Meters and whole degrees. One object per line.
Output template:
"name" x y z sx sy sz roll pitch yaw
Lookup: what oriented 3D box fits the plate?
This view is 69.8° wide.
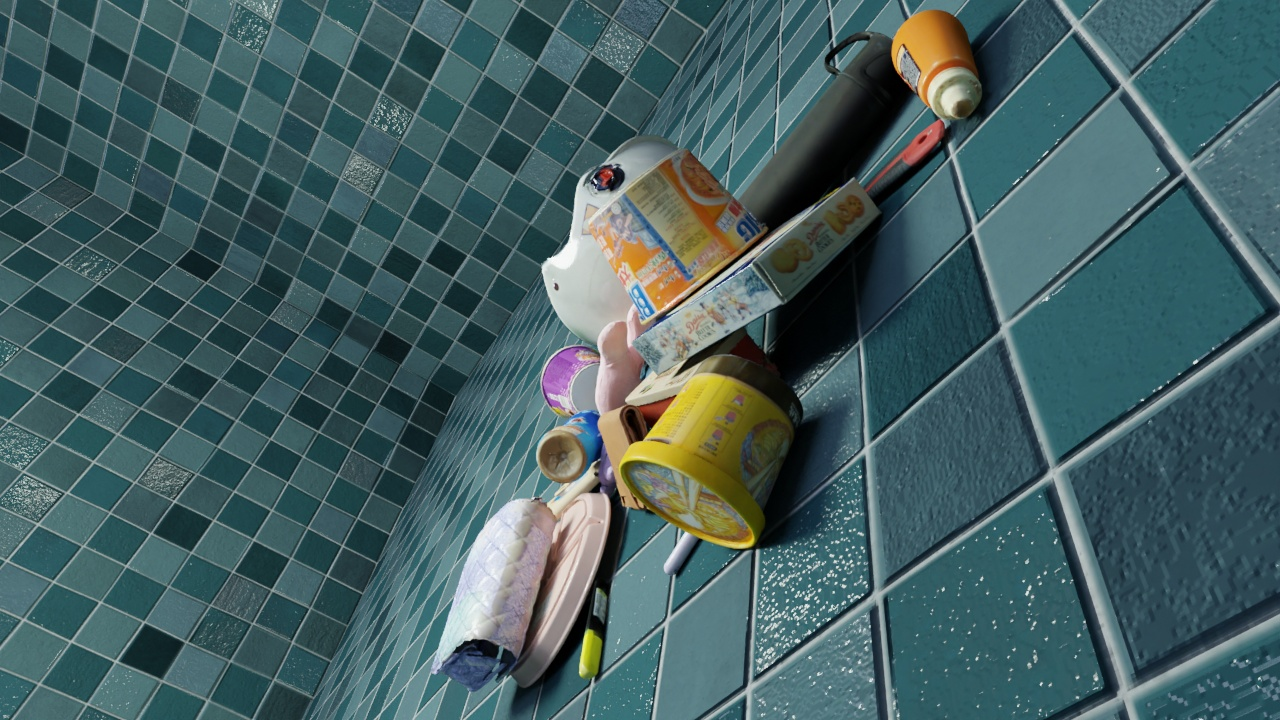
"plate" -0.097 0.250 1.030 0.230 0.028 0.229 -58 13 21

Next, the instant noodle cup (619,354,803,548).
"instant noodle cup" 0.061 0.067 0.716 0.114 0.118 0.119 -57 11 -25

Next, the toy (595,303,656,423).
"toy" -0.006 0.006 1.039 0.121 0.054 0.160 -39 -42 -35

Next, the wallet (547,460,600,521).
"wallet" -0.090 0.171 1.167 0.115 0.024 0.087 -44 9 -11

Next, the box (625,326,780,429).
"box" 0.062 0.030 0.881 0.091 0.075 0.169 -44 8 -20

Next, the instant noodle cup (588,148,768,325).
"instant noodle cup" 0.029 -0.122 0.875 0.151 0.111 0.151 -37 3 2

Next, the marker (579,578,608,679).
"marker" -0.044 0.256 0.883 0.015 0.018 0.124 -51 15 26

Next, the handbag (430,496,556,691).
"handbag" -0.158 0.260 1.023 0.135 0.075 0.193 -48 20 41

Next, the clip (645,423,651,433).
"clip" 0.005 0.084 1.086 0.048 0.014 0.057 -55 13 24

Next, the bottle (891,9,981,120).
"bottle" 0.260 -0.249 0.791 0.067 0.066 0.149 -50 24 34

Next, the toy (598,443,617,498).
"toy" -0.028 0.111 1.091 0.084 0.039 0.107 108 175 -50

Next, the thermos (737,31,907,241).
"thermos" 0.179 -0.226 0.954 0.243 0.090 0.068 -52 -29 12

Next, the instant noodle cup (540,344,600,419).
"instant noodle cup" -0.075 0.037 1.297 0.111 0.111 0.099 -61 23 -6

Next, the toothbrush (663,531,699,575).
"toothbrush" 0.071 0.104 0.793 0.021 0.029 0.189 33 94 39

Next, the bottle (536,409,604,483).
"bottle" -0.070 0.099 1.145 0.065 0.065 0.218 -56 -6 11

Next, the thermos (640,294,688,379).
"thermos" 0.074 -0.056 1.018 0.220 0.070 0.070 -61 13 -15

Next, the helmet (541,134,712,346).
"helmet" 0.025 -0.128 1.110 0.157 0.230 0.274 28 84 42

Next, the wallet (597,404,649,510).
"wallet" -0.011 0.101 0.948 0.031 0.108 0.132 -16 -3 -13

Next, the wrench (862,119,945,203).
"wrench" 0.192 -0.136 0.880 0.274 0.016 0.056 -43 21 52

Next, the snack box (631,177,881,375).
"snack box" 0.103 -0.075 0.829 0.177 0.046 0.183 -40 5 -39
